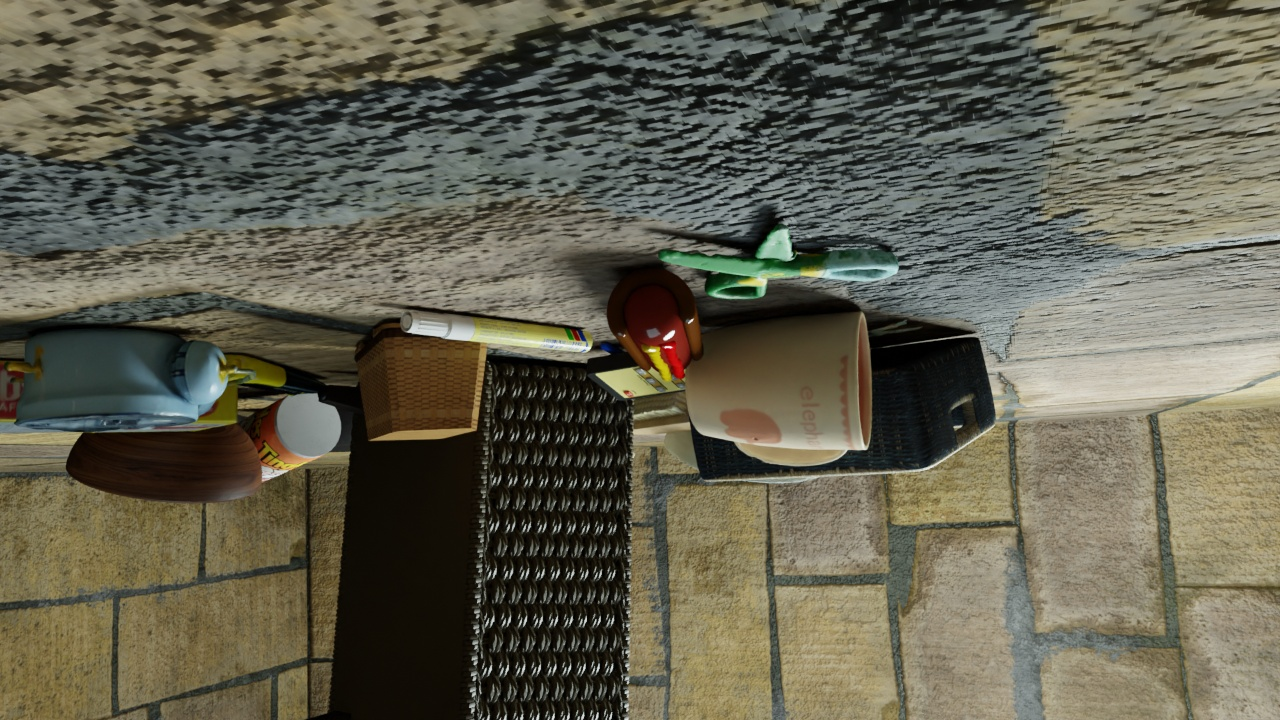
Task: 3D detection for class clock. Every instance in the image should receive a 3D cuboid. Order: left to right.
[{"bbox_3d":[-0.286,0.013,0.523,0.124,0.051,0.089,1,171,-31],"label":"clock"}]

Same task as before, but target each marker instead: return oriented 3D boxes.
[{"bbox_3d":[-0.078,-0.016,0.525,0.014,0.014,0.132,-9,170,40],"label":"marker"}]

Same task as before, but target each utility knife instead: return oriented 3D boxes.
[{"bbox_3d":[-0.268,0.015,0.678,0.029,0.020,0.171,-1,174,2],"label":"utility knife"}]

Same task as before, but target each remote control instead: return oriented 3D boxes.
[{"bbox_3d":[0.033,0.005,0.645,0.134,0.013,0.058,-10,154,23],"label":"remote control"}]

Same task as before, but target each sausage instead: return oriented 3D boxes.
[{"bbox_3d":[0.011,-0.014,0.478,0.040,0.040,0.155,-4,173,5],"label":"sausage"}]

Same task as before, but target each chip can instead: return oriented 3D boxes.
[{"bbox_3d":[-0.371,0.086,0.882,0.211,0.062,0.062,-22,162,39],"label":"chip can"}]

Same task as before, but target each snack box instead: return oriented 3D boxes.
[{"bbox_3d":[-0.395,0.027,0.632,0.200,0.042,0.092,4,170,-43],"label":"snack box"}]

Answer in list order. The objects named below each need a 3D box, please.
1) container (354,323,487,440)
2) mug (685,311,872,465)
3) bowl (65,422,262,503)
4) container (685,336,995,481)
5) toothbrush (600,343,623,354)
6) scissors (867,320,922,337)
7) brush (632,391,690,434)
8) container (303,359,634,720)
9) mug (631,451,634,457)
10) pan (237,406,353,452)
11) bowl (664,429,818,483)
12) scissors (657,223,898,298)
[{"bbox_3d":[-0.135,0.016,0.561,0.063,0.061,0.114,1,172,-26],"label":"container"},{"bbox_3d":[0.088,0.025,0.569,0.104,0.085,0.111,-1,134,19],"label":"mug"},{"bbox_3d":[-0.389,0.064,0.766,0.147,0.069,0.147,13,-176,-1],"label":"bowl"},{"bbox_3d":[0.149,0.035,0.691,0.188,0.071,0.145,-9,-176,40],"label":"container"},{"bbox_3d":[-0.004,0.004,0.719,0.016,0.011,0.186,-4,172,12],"label":"toothbrush"},{"bbox_3d":[0.126,-0.013,0.633,0.086,0.015,0.135,6,168,-41],"label":"scissors"},{"bbox_3d":[0.021,0.041,0.883,0.039,0.049,0.117,28,158,-30],"label":"brush"},{"bbox_3d":[-0.138,0.156,0.719,0.177,0.320,0.204,-8,165,38],"label":"container"},{"bbox_3d":[-0.057,0.072,0.919,0.081,0.097,0.121,-38,-176,45],"label":"mug"},{"bbox_3d":[-0.375,0.079,1.027,0.355,0.043,0.249,4,170,-42],"label":"pan"},{"bbox_3d":[0.114,0.064,0.936,0.176,0.058,0.176,4,-164,-1],"label":"bowl"},{"bbox_3d":[0.065,-0.041,0.393,0.119,0.012,0.128,-5,174,4],"label":"scissors"}]
